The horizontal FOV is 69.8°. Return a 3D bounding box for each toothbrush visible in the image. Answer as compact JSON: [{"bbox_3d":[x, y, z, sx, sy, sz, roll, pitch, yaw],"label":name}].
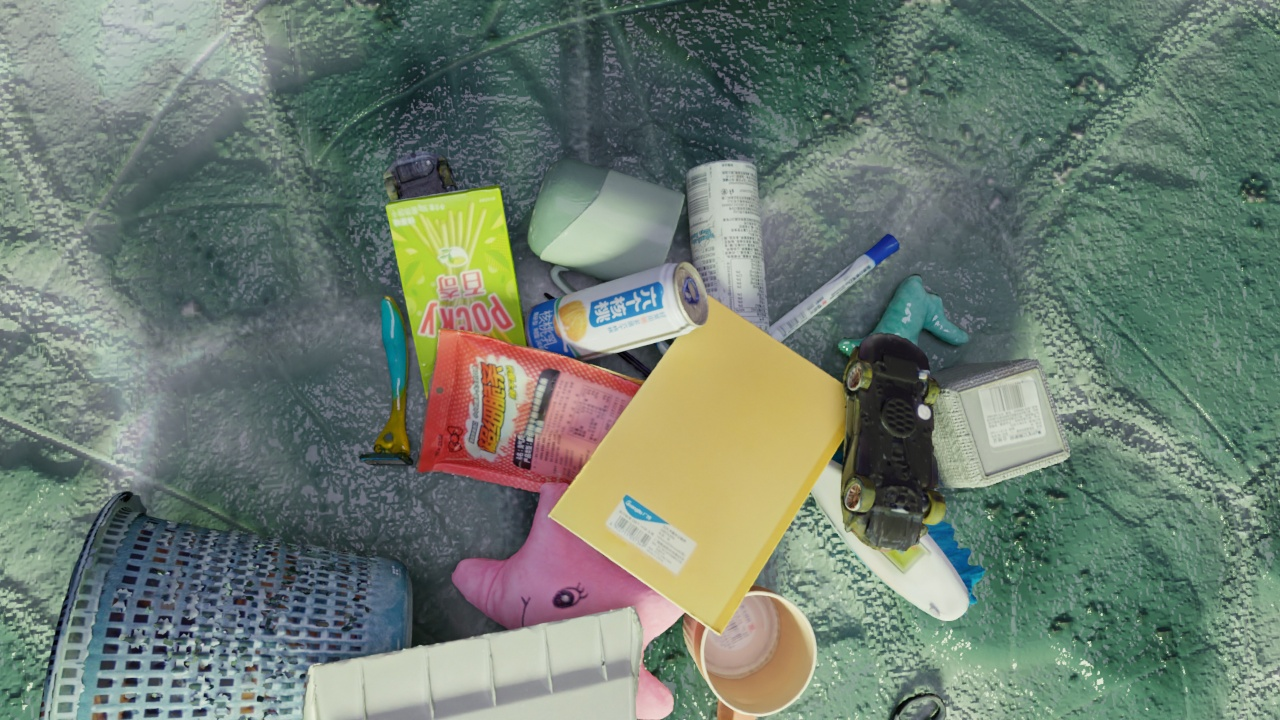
[{"bbox_3d":[-0.004,0.004,0.744,0.189,0.014,0.017,37,107,1],"label":"toothbrush"}]

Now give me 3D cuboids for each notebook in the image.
[{"bbox_3d":[0.052,0.068,0.659,0.146,0.010,0.206,34,72,7],"label":"notebook"}]

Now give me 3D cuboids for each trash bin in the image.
[{"bbox_3d":[-0.259,0.208,0.614,0.195,0.227,0.226,7,84,-17],"label":"trash bin"}]

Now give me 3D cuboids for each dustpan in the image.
[{"bbox_3d":[-0.109,0.314,0.613,0.222,0.143,0.257,-3,76,-28],"label":"dustpan"}]

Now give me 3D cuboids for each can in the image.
[{"bbox_3d":[-0.019,-0.033,0.690,0.135,0.053,0.053,-14,85,29],"label":"can"},{"bbox_3d":[0.070,-0.083,0.736,0.058,0.058,0.146,-4,85,-6],"label":"can"}]

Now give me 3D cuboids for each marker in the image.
[{"bbox_3d":[0.156,-0.056,0.762,0.145,0.017,0.017,-38,89,-7],"label":"marker"}]

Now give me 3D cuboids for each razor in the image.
[{"bbox_3d":[-0.195,0.016,0.717,0.043,0.028,0.132,-3,87,26],"label":"razor"}]

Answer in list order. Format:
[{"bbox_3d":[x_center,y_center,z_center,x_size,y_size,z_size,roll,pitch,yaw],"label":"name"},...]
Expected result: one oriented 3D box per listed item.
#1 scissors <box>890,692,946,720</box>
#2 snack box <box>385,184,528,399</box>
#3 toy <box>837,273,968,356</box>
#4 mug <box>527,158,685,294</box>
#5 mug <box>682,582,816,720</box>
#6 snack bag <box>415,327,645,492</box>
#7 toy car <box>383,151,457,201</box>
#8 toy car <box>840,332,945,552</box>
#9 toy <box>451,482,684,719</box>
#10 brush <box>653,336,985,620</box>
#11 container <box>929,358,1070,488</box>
[{"bbox_3d":[0.191,0.336,0.728,0.178,0.014,0.159,17,84,-2],"label":"scissors"},{"bbox_3d":[-0.136,-0.050,0.703,0.085,0.026,0.156,-9,108,-5],"label":"snack box"},{"bbox_3d":[0.222,-0.024,0.759,0.096,0.030,0.092,31,85,-7],"label":"toy"},{"bbox_3d":[-0.032,-0.094,0.723,0.106,0.082,0.112,17,114,-4],"label":"mug"},{"bbox_3d":[0.075,0.222,0.682,0.081,0.106,0.114,7,84,-4],"label":"mug"},{"bbox_3d":[-0.063,0.051,0.702,0.208,0.073,0.129,14,114,-3],"label":"snack bag"},{"bbox_3d":[-0.162,-0.104,0.725,0.054,0.037,0.120,-18,95,-3],"label":"toy car"},{"bbox_3d":[0.177,0.056,0.655,0.070,0.042,0.158,14,70,-18],"label":"toy car"},{"bbox_3d":[-0.044,0.185,0.686,0.179,0.074,0.194,-20,91,12],"label":"toy"},{"bbox_3d":[0.134,0.078,0.707,0.314,0.109,0.061,46,107,17],"label":"brush"},{"bbox_3d":[0.260,0.050,0.711,0.090,0.114,0.090,-17,87,-6],"label":"container"}]
